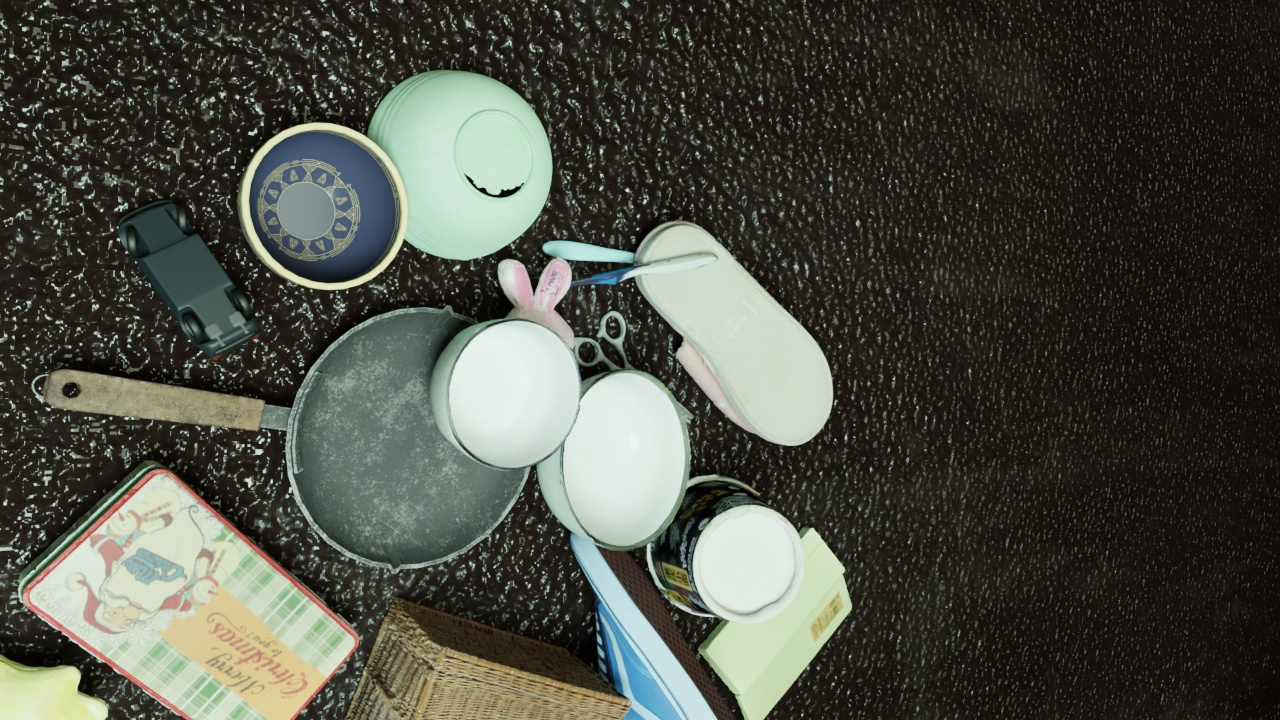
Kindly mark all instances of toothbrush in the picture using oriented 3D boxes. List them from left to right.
[{"bbox_3d":[-0.019,-0.070,0.799,0.189,0.016,0.017,-13,116,-14],"label":"toothbrush"},{"bbox_3d":[-0.010,-0.094,0.839,0.180,0.017,0.016,3,95,-35],"label":"toothbrush"}]

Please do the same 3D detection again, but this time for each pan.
[{"bbox_3d":[-0.238,0.045,0.674,0.356,0.040,0.207,14,87,-35],"label":"pan"}]

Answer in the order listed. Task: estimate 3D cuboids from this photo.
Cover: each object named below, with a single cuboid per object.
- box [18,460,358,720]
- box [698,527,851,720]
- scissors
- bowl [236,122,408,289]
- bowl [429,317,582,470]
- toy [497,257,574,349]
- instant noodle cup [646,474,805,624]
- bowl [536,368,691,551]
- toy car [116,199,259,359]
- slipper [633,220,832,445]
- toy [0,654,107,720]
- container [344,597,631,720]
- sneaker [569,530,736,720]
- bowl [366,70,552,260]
[{"bbox_3d":[-0.303,0.174,0.635,0.117,0.050,0.205,-47,120,-22],"label":"box"},{"bbox_3d":[0.156,0.289,0.987,0.187,0.044,0.141,-40,119,-26],"label":"box"},{"bbox_3d":[-0.012,0.019,0.850,0.094,0.014,0.170,-40,113,-28],"label":"scissors"},{"bbox_3d":[-0.229,-0.107,0.648,0.112,0.061,0.112,-4,97,-36],"label":"bowl"},{"bbox_3d":[-0.110,0.023,0.703,0.116,0.066,0.116,-4,97,-36],"label":"bowl"},{"bbox_3d":[-0.087,-0.032,0.759,0.063,0.047,0.110,-4,110,-9],"label":"toy"},{"bbox_3d":[0.085,0.180,0.849,0.137,0.112,0.137,0,88,-13],"label":"instant noodle cup"},{"bbox_3d":[-0.032,0.085,0.797,0.153,0.073,0.153,4,84,-44],"label":"bowl"},{"bbox_3d":[-0.299,-0.054,0.609,0.046,0.034,0.112,-35,89,-30],"label":"toy car"},{"bbox_3d":[0.090,-0.023,0.885,0.114,0.054,0.274,-44,114,-6],"label":"slipper"},{"bbox_3d":[-0.408,0.247,0.557,0.154,0.065,0.170,-34,114,-22],"label":"toy"},{"bbox_3d":[-0.124,0.283,0.735,0.198,0.114,0.112,28,82,-34],"label":"container"},{"bbox_3d":[-0.014,0.261,0.801,0.098,0.083,0.241,-35,80,8],"label":"sneaker"},{"bbox_3d":[-0.128,-0.154,0.709,0.150,0.077,0.151,-3,96,-35],"label":"bowl"}]
